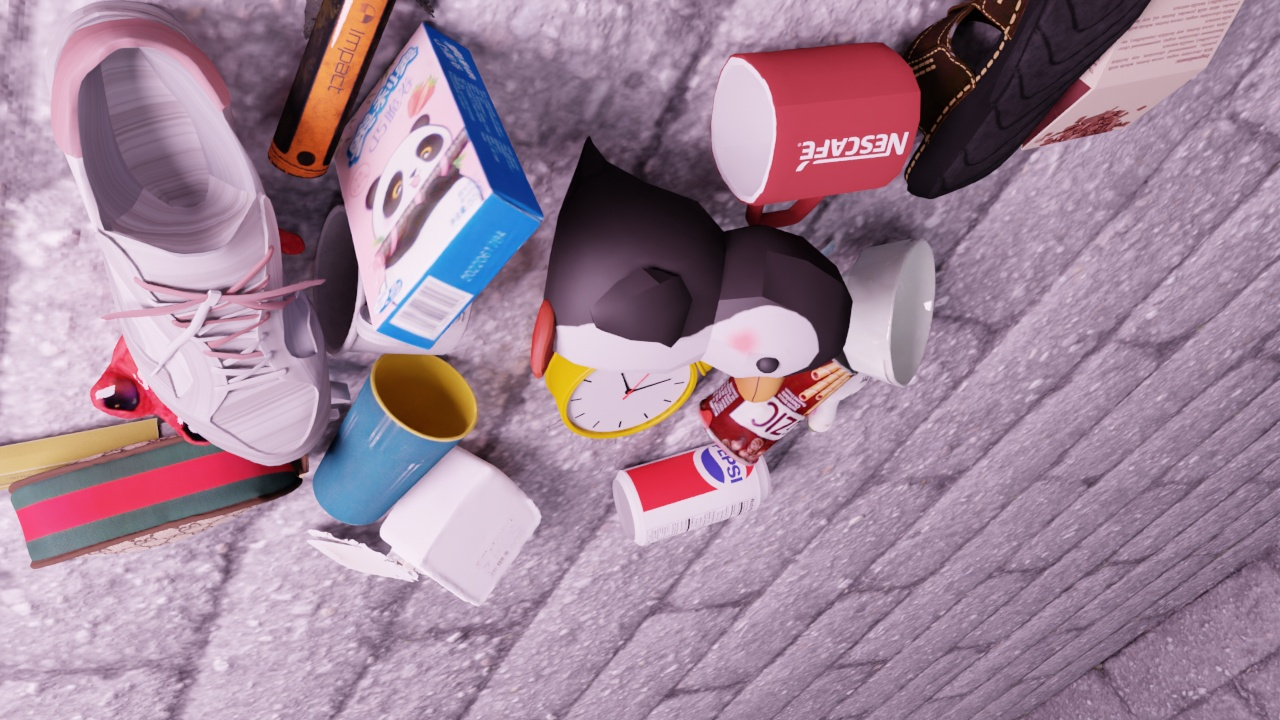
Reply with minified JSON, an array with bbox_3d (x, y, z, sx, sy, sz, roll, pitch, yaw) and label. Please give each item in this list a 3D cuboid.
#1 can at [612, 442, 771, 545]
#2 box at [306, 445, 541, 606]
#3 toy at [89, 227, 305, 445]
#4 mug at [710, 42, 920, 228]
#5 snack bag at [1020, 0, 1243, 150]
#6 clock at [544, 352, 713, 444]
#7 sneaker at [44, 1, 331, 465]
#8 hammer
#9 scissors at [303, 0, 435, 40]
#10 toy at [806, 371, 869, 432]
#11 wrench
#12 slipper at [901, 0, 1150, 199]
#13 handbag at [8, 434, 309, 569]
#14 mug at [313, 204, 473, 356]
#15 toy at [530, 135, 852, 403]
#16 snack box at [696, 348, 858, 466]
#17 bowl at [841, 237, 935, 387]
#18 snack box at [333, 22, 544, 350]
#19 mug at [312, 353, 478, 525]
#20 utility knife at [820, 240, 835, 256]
[{"bbox_3d":[0.046,0.118,0.840,0.132,0.070,0.070,-14,141,-16],"label":"can"},{"bbox_3d":[-0.183,0.139,0.740,0.151,0.132,0.107,-54,144,-16],"label":"box"},{"bbox_3d":[-0.246,-0.027,0.523,0.088,0.094,0.133,34,90,-16],"label":"toy"},{"bbox_3d":[0.102,-0.133,0.569,0.096,0.080,0.117,-11,138,-19],"label":"mug"},{"bbox_3d":[0.323,-0.231,0.595,0.094,0.069,0.207,-14,141,-16],"label":"snack bag"},{"bbox_3d":[-0.004,0.004,0.694,0.113,0.052,0.152,16,130,-42],"label":"clock"},{"bbox_3d":[-0.202,-0.041,0.423,0.099,0.089,0.236,-21,118,-16],"label":"sneaker"},{"bbox_3d":[-0.105,-0.209,0.376,0.137,0.035,0.315,5,134,-40],"label":"hammer"},{"bbox_3d":[-0.128,-0.219,0.390,0.158,0.012,0.170,-38,142,17],"label":"scissors"},{"bbox_3d":[0.173,0.014,0.821,0.079,0.038,0.123,14,124,-32],"label":"toy"},{"bbox_3d":[-0.322,0.052,0.574,0.273,0.018,0.084,-11,161,-19],"label":"wrench"},{"bbox_3d":[0.227,-0.197,0.572,0.113,0.075,0.268,-22,161,-14],"label":"slipper"},{"bbox_3d":[-0.294,0.080,0.580,0.166,0.063,0.138,-16,179,-15],"label":"handbag"},{"bbox_3d":[-0.136,-0.037,0.518,0.070,0.113,0.084,2,118,-35],"label":"mug"},{"bbox_3d":[0.037,-0.050,0.554,0.184,0.159,0.140,10,99,-3],"label":"toy"},{"bbox_3d":[0.114,0.024,0.770,0.121,0.072,0.072,-44,140,20],"label":"snack box"},{"bbox_3d":[0.188,-0.040,0.728,0.117,0.061,0.117,-22,116,-55],"label":"bowl"},{"bbox_3d":[-0.103,-0.088,0.442,0.033,0.154,0.088,25,119,-43],"label":"snack box"},{"bbox_3d":[-0.177,0.059,0.640,0.078,0.078,0.122,13,133,-40],"label":"mug"},{"bbox_3d":[0.100,-0.047,0.728,0.141,0.015,0.022,-43,139,16],"label":"utility knife"}]
